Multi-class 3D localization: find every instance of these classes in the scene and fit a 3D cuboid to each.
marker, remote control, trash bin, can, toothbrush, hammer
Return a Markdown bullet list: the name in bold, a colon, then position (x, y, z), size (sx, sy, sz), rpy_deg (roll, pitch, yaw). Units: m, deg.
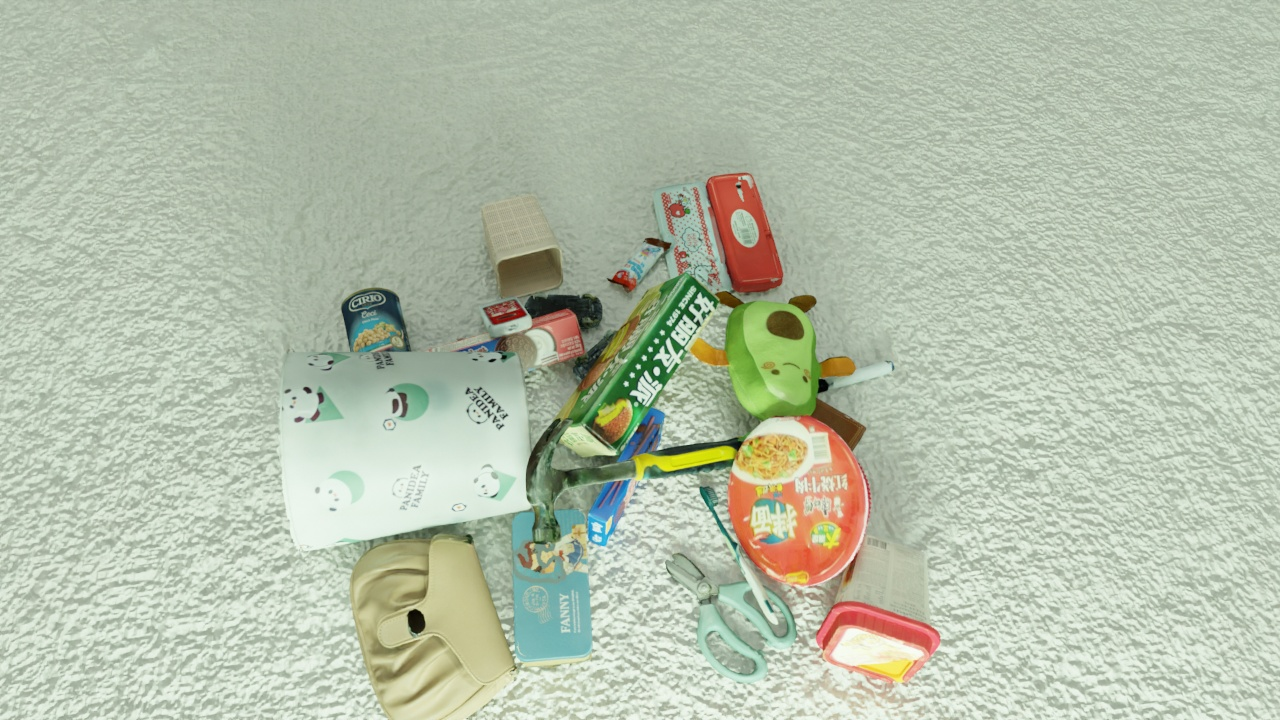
- **marker**: position (0.273, 0.022, 1.211), size (0.130, 0.018, 0.022), rpy_deg (-16, 52, -11)
- **remote control**: position (-0.176, -0.058, 1.184), size (0.056, 0.020, 0.136), rpy_deg (-18, 19, -10)
- **trash bin**: position (-0.256, 0.091, 1.033), size (0.251, 0.230, 0.229), rpy_deg (-4, 60, -12)
- **can**: position (-0.335, -0.027, 1.174), size (0.075, 0.075, 0.111), rpy_deg (-15, 62, -11)
- **toothbrush**: position (0.116, 0.223, 1.074), size (0.018, 0.016, 0.191), rpy_deg (-12, 52, -23)
- **hammer**: position (0.008, 0.117, 1.039), size (0.322, 0.032, 0.126), rpy_deg (-4, 88, -41)

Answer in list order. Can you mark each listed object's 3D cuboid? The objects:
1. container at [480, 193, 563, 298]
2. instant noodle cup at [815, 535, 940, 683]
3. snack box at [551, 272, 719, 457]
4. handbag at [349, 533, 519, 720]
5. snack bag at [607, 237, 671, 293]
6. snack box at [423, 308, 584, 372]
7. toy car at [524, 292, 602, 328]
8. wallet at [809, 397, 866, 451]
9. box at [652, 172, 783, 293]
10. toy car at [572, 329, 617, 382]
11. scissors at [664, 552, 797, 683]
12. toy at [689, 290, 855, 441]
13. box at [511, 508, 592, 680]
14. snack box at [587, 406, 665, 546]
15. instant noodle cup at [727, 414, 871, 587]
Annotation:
- **container**: position (-0.165, -0.159, 1.253), size (0.090, 0.090, 0.110), rpy_deg (-16, 59, -12)
- **instant noodle cup**: position (0.266, 0.272, 1.017), size (0.117, 0.117, 0.124), rpy_deg (17, 49, 6)
- **snack box**: position (-0.007, 0.007, 1.125), size (0.063, 0.115, 0.239), rpy_deg (41, 69, -15)
- **handbag**: position (-0.227, 0.285, 0.983), size (0.147, 0.100, 0.204), rpy_deg (-21, 67, -10)
- **snack bag**: position (-0.001, -0.134, 1.281), size (0.045, 0.026, 0.105), rpy_deg (20, 58, 35)
- **snack box**: position (-0.178, -0.009, 1.167), size (0.207, 0.058, 0.057), rpy_deg (-17, 106, -10)
- **toy car**: position (-0.104, -0.064, 1.233), size (0.105, 0.031, 0.048), rpy_deg (1, 57, -4)
- **wallet**: position (0.211, 0.105, 1.153), size (0.101, 0.032, 0.124), rpy_deg (31, 62, 18)
- **box**: position (0.108, -0.179, 1.308), size (0.157, 0.038, 0.200), rpy_deg (-8, 62, -7)
- **toy car**: position (-0.048, -0.002, 1.198), size (0.043, 0.034, 0.090), rpy_deg (37, 66, 20)
- **scissors**: position (0.103, 0.275, 1.055), size (0.139, 0.019, 0.180), rpy_deg (-31, 65, -19)
- **toy**: position (0.167, -0.009, 1.167), size (0.227, 0.090, 0.246), rpy_deg (5, 47, -9)
- **box**: position (-0.099, 0.260, 1.029), size (0.090, 0.060, 0.184), rpy_deg (-5, 59, -5)
- **snack box**: position (-0.016, 0.137, 1.089), size (0.026, 0.085, 0.156), rpy_deg (24, 62, 10)
- **instant noodle cup**: position (0.193, 0.158, 1.055), size (0.065, 0.194, 0.193), rpy_deg (3, 52, -43)
